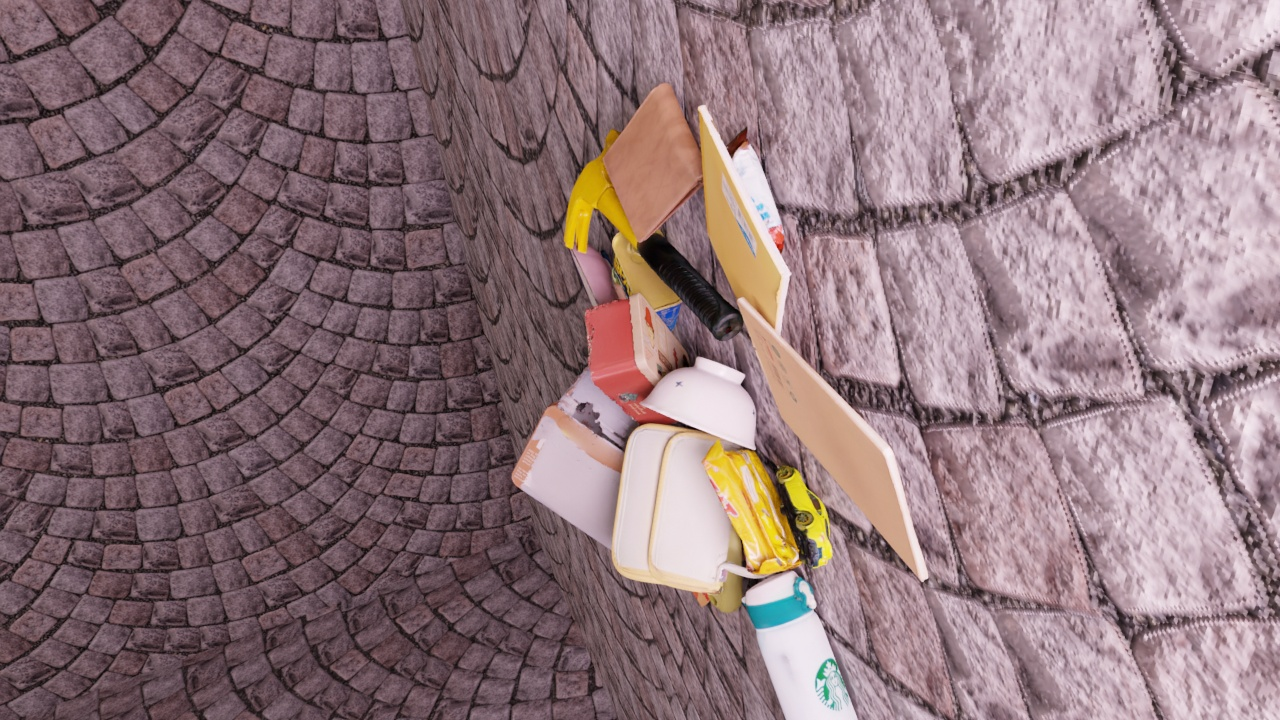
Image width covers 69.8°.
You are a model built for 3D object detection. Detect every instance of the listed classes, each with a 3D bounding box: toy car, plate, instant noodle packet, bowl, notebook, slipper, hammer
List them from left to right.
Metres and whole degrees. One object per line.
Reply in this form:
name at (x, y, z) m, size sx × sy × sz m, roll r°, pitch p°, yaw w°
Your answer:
plate at (-0.039, -0.068, 1.177) m, size 0.192 × 0.039 × 0.192 m, roll 155°, pitch 91°, yaw -86°
hammer at (0.009, -0.114, 0.903) m, size 0.129 × 0.032 × 0.300 m, roll -57°, pitch 44°, yaw 18°
slipper at (0.068, 0.218, 1.029) m, size 0.091 × 0.081 × 0.191 m, roll -123°, pitch 17°, yaw -52°
bowl at (0.066, 0.035, 0.878) m, size 0.064 × 0.118 × 0.118 m, roll -68°, pitch 16°, yaw -2°
notebook at (0.079, -0.086, 0.721) m, size 0.206 × 0.010 × 0.145 m, roll 71°, pitch 177°, yaw -71°
instant noodle packet at (0.104, 0.137, 0.852) m, size 0.128 × 0.044 × 0.110 m, roll 65°, pitch -166°, yaw 16°
toy car at (0.143, 0.133, 0.803) m, size 0.105 × 0.032 × 0.048 m, roll -108°, pitch 5°, yaw -55°
notebook at (0.140, 0.054, 0.690) m, size 0.207 × 0.008 × 0.148 m, roll 54°, pitch 173°, yaw 51°

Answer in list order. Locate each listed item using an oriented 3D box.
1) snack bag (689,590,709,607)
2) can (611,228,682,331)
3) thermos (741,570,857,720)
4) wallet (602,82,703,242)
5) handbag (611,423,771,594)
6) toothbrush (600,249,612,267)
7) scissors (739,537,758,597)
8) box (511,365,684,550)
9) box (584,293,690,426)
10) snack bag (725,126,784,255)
snack bag at (0.033, 0.244, 1.302) m, size 0.208 × 0.073 × 0.129 m, roll 39°, pitch 149°, yaw 56°
can at (0.006, -0.083, 1.004) m, size 0.083 × 0.057 × 0.102 m, roll 101°, pitch 148°, yaw -67°
thermos at (0.165, 0.315, 0.878) m, size 0.073 × 0.073 × 0.224 m, roll 129°, pitch 122°, yaw -73°
wallet at (0.012, -0.181, 0.852) m, size 0.116 × 0.020 × 0.101 m, roll -39°, pitch 67°, yaw 49°
handbag at (0.063, 0.153, 0.937) m, size 0.063 × 0.179 × 0.163 m, roll 20°, pitch -103°, yaw -63°
toothbrush at (-0.018, -0.090, 1.179) m, size 0.014 × 0.016 × 0.189 m, roll 73°, pitch 172°, yaw -45°
scissors at (0.126, 0.241, 1.036) m, size 0.225 × 0.015 × 0.189 m, roll 87°, pitch 159°, yaw -48°
box at (-0.040, 0.126, 1.076) m, size 0.182 × 0.166 × 0.150 m, roll 37°, pitch 163°, yaw 8°
box at (-0.006, 0.006, 0.960) m, size 0.168 × 0.078 × 0.091 m, roll 49°, pitch -149°, yaw -59°
snack bag at (0.087, -0.124, 0.708) m, size 0.048 × 0.026 × 0.104 m, roll 152°, pitch 100°, yaw -71°
